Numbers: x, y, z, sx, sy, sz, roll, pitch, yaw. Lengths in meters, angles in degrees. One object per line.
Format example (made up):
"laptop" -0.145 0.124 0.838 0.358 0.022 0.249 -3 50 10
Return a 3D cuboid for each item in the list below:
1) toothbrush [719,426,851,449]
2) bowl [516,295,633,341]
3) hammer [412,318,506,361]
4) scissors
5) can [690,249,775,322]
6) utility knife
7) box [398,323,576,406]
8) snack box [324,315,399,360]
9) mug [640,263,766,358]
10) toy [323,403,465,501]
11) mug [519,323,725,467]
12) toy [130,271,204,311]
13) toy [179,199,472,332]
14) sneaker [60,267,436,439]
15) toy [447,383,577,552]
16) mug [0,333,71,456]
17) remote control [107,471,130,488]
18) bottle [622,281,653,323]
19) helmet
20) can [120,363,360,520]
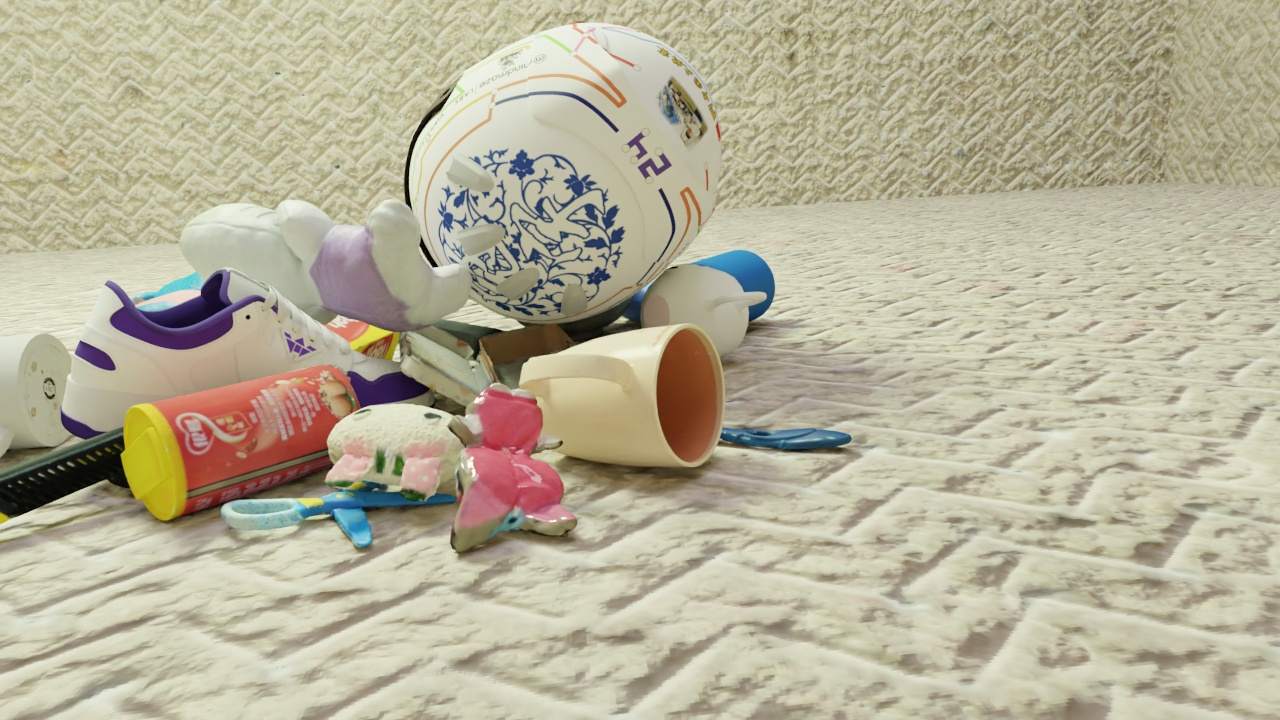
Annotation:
"toothbrush" 0.069 0.048 0.591 0.132 0.016 0.021 4 15 18
"bowl" -0.074 -0.054 0.969 0.151 0.057 0.150 -3 13 1
"hammer" -0.242 -0.033 0.976 0.139 0.035 0.313 -12 16 -41
"scissors" -0.171 0.079 0.513 0.130 0.014 0.125 -9 15 -26
"can" 0.078 -0.067 0.939 0.079 0.079 0.145 4 15 29
"utility knife" -0.317 0.059 0.531 0.233 0.029 0.020 -25 27 -38
"box" -0.119 0.001 0.736 0.156 0.071 0.216 16 8 -18
"snack box" -0.294 -0.013 0.802 0.092 0.042 0.200 26 18 5
"mug" 0.054 -0.043 0.797 0.076 0.090 0.124 -3 -7 -38
"toy" -0.134 0.050 0.528 0.087 0.050 0.112 4 16 10
"mug" -0.020 0.019 0.552 0.104 0.085 0.111 -6 -20 35
"toy" -0.423 -0.035 0.878 0.224 0.099 0.191 7 17 -8
"toy" -0.242 -0.063 0.702 0.210 0.085 0.138 2 -23 21
"sneaker" -0.258 -0.007 0.636 0.243 0.111 0.092 1 11 -39
"toy" -0.072 0.061 0.494 0.065 0.050 0.102 5 45 -17
"mug" -0.477 0.037 0.652 0.096 0.083 0.119 -4 41 -5
"remote control" -0.302 0.057 0.623 0.045 0.021 0.140 9 11 6
"bottle" -0.001 -0.067 1.030 0.048 0.048 0.131 -10 15 -27
"helmet" -0.080 -0.145 0.784 0.315 0.231 0.235 -27 26 27
"can" -0.236 0.046 0.553 0.067 0.067 0.124 9 17 41
